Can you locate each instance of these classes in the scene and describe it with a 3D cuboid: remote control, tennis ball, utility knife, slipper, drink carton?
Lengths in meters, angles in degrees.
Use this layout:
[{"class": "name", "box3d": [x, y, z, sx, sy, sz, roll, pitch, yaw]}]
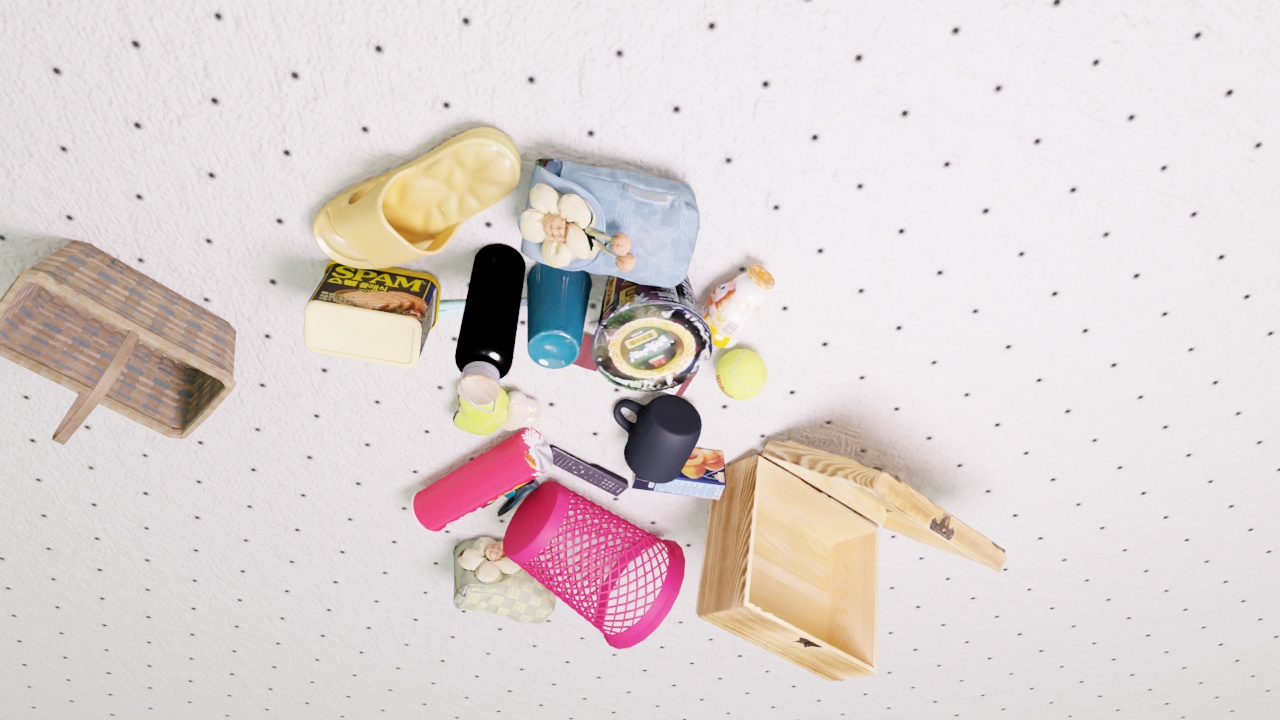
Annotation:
[{"class": "remote control", "box3d": [-0.079, 0.158, 1.330, 0.136, 0.015, 0.032, 30, 127, -23]}, {"class": "tennis ball", "box3d": [0.128, 0.018, 1.161, 0.065, 0.065, 0.065, 0, 134, 0]}, {"class": "utility knife", "box3d": [-0.219, -0.065, 1.120, 0.179, 0.015, 0.022, -5, 123, 1]}, {"class": "slipper", "box3d": [-0.242, -0.157, 0.986, 0.264, 0.078, 0.099, -25, 131, 21]}, {"class": "drink carton", "box3d": [0.052, 0.155, 1.293, 0.130, 0.064, 0.040, 9, 133, -8]}]

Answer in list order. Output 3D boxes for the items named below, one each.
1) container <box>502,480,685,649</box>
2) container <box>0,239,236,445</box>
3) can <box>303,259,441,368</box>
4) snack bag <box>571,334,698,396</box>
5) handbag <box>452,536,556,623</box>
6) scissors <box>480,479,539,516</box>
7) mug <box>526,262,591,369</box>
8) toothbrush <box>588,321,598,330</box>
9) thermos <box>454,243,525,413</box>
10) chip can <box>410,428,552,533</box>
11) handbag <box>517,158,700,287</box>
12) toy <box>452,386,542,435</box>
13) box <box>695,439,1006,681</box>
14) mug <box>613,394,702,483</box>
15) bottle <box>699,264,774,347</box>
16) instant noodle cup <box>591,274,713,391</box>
[{"class": "container", "box3d": [-0.077, 0.291, 1.362, 0.225, 0.182, 0.184, 38, 123, -22]}, {"class": "container", "box3d": [-0.614, 0.002, 1.062, 0.250, 0.186, 0.158, 35, 124, -29]}, {"class": "can", "box3d": [-0.308, -0.053, 1.054, 0.135, 0.104, 0.075, 10, 121, -6]}, {"class": "snack bag", "box3d": [-0.007, 0.007, 1.187, 0.158, 0.013, 0.057, 16, 134, -15]}, {"class": "handbag", "box3d": [-0.210, 0.340, 1.451, 0.186, 0.113, 0.117, 23, 116, -24]}, {"class": "scissors", "box3d": [-0.190, 0.187, 1.356, 0.140, 0.019, 0.128, -7, 133, 4]}, {"class": "mug", "box3d": [-0.097, -0.052, 1.056, 0.078, 0.121, 0.078, 0, 134, 0]}, {"class": "toothbrush", "box3d": [0.026, -0.036, 1.143, 0.181, 0.018, 0.016, 3, 134, -2]}, {"class": "thermos", "box3d": [-0.165, -0.034, 0.996, 0.061, 0.230, 0.061, 0, 134, 0]}, {"class": "chip can", "box3d": [-0.227, 0.173, 1.307, 0.221, 0.069, 0.069, -31, 127, 25]}, {"class": "handbag", "box3d": [-0.033, -0.139, 0.970, 0.192, 0.118, 0.122, 12, 115, -7]}, {"class": "toy", "box3d": [-0.190, 0.068, 1.224, 0.115, 0.046, 0.092, 6, 135, -15]}, {"class": "box", "box3d": [0.291, 0.239, 1.258, 0.279, 0.281, 0.316, 31, 139, -26]}, {"class": "mug", "box3d": [0.017, 0.093, 1.232, 0.121, 0.085, 0.095, 33, 131, 9]}, {"class": "bottle", "box3d": [0.113, -0.065, 1.083, 0.063, 0.063, 0.109, 24, 129, -21]}, {"class": "instant noodle cup", "box3d": [0.012, -0.050, 1.065, 0.137, 0.112, 0.137, -1, 133, -1]}]
